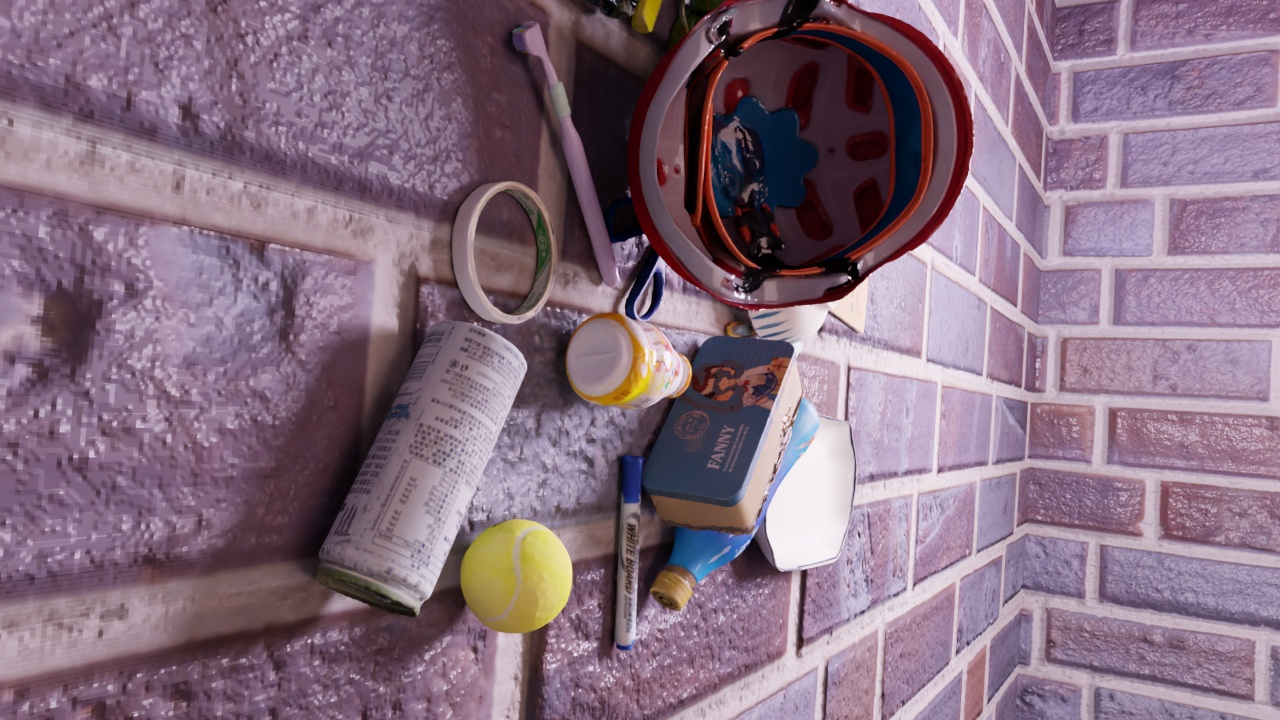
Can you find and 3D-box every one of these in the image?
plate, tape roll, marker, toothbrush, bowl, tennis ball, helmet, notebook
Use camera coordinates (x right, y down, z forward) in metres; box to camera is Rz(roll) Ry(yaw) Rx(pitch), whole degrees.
[{"bbox_3d":[0.173,0.137,0.974,0.265,0.034,0.162,12,83,-59],"label":"plate"},{"bbox_3d":[-0.081,-0.065,0.557,0.085,0.014,0.086,-8,100,-59],"label":"tape roll"},{"bbox_3d":[0.015,-0.296,0.697,0.018,0.015,0.124,48,49,-50],"label":"marker"},{"bbox_3d":[-0.044,-0.128,0.608,0.029,0.021,0.189,-100,172,-56],"label":"toothbrush"},{"bbox_3d":[0.146,-0.073,0.861,0.116,0.066,0.116,25,61,-56],"label":"bowl"},{"bbox_3d":[-0.073,0.126,0.537,0.065,0.066,0.065,-8,99,-58],"label":"tennis ball"},{"bbox_3d":[-0.009,0.145,0.691,0.016,0.017,0.146,2,91,-59],"label":"marker"},{"bbox_3d":[0.097,-0.146,0.656,0.239,0.144,0.207,-12,101,-18],"label":"helmet"},{"bbox_3d":[0.133,-0.030,0.909,0.191,0.018,0.016,-2,96,-58],"label":"toothbrush"},{"bbox_3d":[0.239,-0.125,1.086,0.207,0.008,0.147,20,75,-58],"label":"notebook"}]

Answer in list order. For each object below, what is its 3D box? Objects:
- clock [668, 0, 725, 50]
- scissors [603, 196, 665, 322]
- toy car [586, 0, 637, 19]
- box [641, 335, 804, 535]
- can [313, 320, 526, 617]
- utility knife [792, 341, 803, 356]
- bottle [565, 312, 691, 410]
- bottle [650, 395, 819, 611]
[{"bbox_3d":[0.066,-0.243,0.744,0.161,0.056,0.116,46,53,-50],"label":"clock"},{"bbox_3d":[0.014,-0.103,0.714,0.160,0.012,0.163,37,59,-54],"label":"scissors"},{"bbox_3d":[-0.035,-0.260,0.599,0.105,0.031,0.049,5,87,-60],"label":"toy car"},{"bbox_3d":[0.068,0.062,0.742,0.183,0.090,0.061,-63,146,-39],"label":"box"},{"bbox_3d":[-0.111,0.053,0.475,0.058,0.058,0.146,52,50,-47],"label":"can"},{"bbox_3d":[0.127,0.032,0.902,0.187,0.018,0.034,-50,131,-42],"label":"utility knife"},{"bbox_3d":[-0.004,0.004,0.644,0.108,0.063,0.063,15,80,-59],"label":"bottle"},{"bbox_3d":[0.078,0.115,0.777,0.218,0.065,0.065,-51,134,-31],"label":"bottle"}]
